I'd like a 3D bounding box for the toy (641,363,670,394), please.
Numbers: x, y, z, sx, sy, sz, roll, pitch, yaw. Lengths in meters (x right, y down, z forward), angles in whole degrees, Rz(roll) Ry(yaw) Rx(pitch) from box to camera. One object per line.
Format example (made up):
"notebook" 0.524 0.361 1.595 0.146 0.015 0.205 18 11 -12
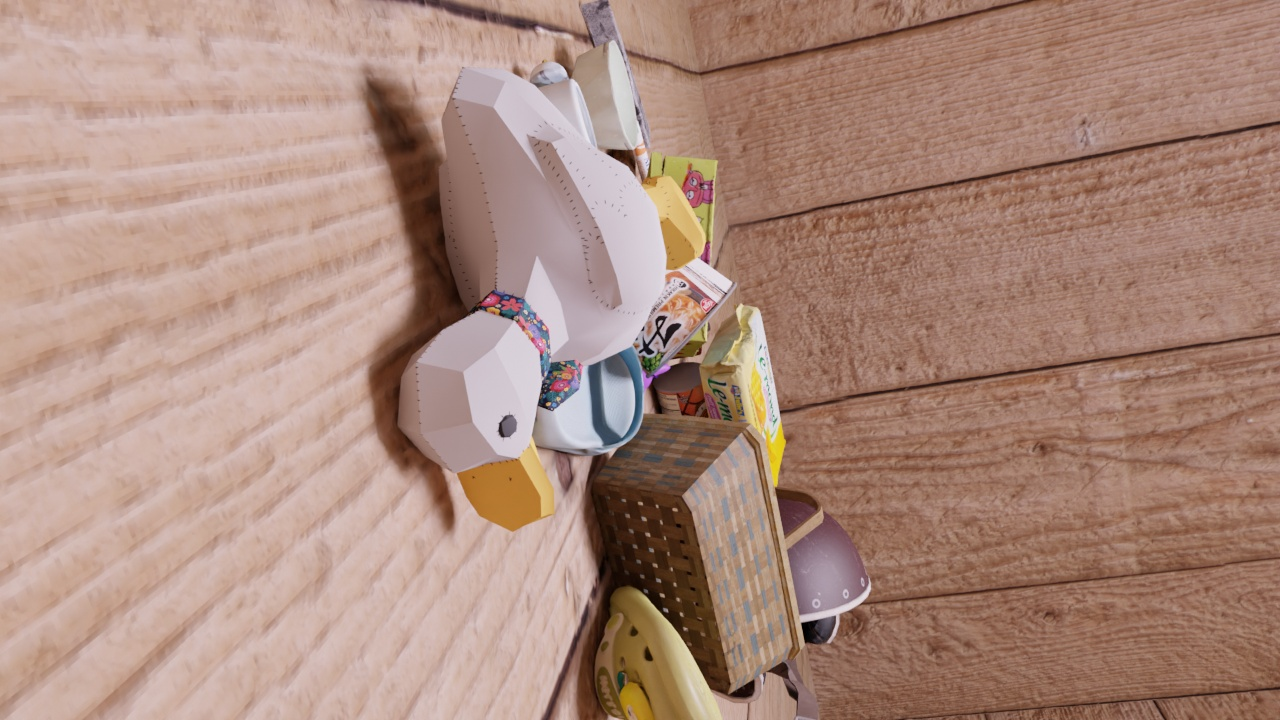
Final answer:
"toy" -0.006 0.006 0.967 0.088 0.056 0.106 29 54 -71

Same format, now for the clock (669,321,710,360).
"clock" 0.046 -0.057 1.216 0.158 0.081 0.117 -11 92 -79

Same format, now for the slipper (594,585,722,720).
"slipper" -0.001 0.251 0.750 0.092 0.081 0.190 67 -11 -16

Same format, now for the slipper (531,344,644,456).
"slipper" -0.035 0.028 0.762 0.245 0.074 0.104 7 75 -77

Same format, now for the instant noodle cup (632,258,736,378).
"instant noodle cup" 0.004 -0.069 0.866 0.122 0.124 0.123 43 16 -3

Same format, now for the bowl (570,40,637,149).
"bowl" -0.046 -0.282 0.998 0.117 0.061 0.117 -9 89 -78

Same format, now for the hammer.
"hammer" -0.031 -0.273 1.134 0.218 0.037 0.299 67 18 -50

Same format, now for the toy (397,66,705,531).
"toy" -0.064 -0.052 0.555 0.266 0.141 0.247 -44 124 -55

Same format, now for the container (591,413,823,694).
"container" 0.075 0.167 0.879 0.185 0.158 0.250 -32 116 -44

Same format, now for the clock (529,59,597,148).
"clock" -0.075 -0.213 0.810 0.083 0.057 0.117 67 10 -49

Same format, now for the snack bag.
"snack bag" 0.136 0.067 1.205 0.159 0.068 0.247 -64 144 -59

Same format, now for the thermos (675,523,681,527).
"thermos" 0.079 0.182 1.168 0.086 0.086 0.199 -77 155 -62

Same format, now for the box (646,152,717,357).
"box" 0.039 -0.118 1.084 0.124 0.082 0.221 121 -25 -82

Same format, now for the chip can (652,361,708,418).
"chip can" 0.077 0.113 1.247 0.075 0.075 0.215 -79 157 -60

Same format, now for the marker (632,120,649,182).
"marker" 0.000 -0.254 1.135 0.017 0.017 0.146 -88 164 -45

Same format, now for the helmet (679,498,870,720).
"helmet" 0.141 0.280 1.037 0.232 0.234 0.253 -9 104 -52
